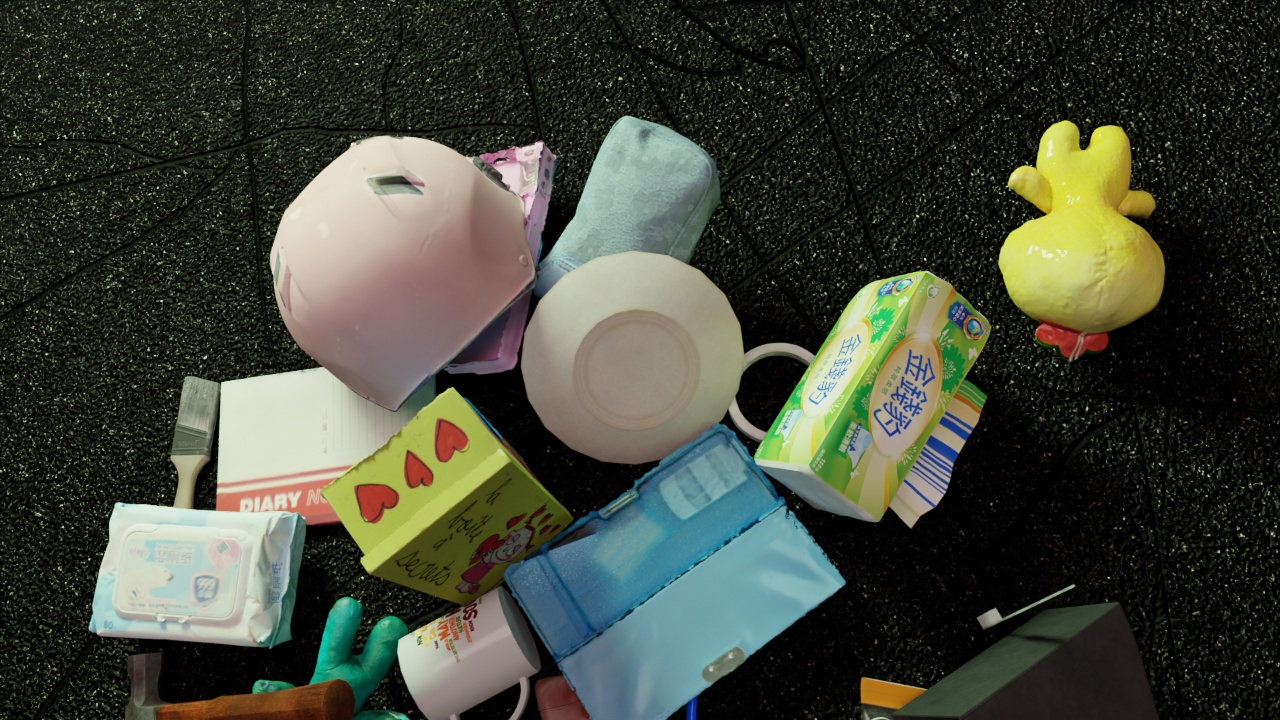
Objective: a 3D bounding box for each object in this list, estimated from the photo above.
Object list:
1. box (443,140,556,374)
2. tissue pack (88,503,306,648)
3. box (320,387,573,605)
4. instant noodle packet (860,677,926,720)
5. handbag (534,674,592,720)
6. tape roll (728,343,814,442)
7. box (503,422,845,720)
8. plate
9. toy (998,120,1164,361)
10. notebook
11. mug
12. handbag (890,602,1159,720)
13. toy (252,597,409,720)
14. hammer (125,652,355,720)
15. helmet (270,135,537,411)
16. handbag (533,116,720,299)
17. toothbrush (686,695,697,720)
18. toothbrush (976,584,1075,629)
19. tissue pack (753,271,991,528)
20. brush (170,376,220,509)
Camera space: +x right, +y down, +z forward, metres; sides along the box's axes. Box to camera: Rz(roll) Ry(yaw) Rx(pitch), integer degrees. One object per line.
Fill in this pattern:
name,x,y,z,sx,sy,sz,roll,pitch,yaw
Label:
box,-0.168,-0.094,0.864,0.160,0.035,0.230,-4,64,27
tissue pack,-0.380,0.182,0.784,0.182,0.070,0.112,2,80,7
box,-0.137,0.114,0.704,0.124,0.221,0.081,-39,72,-10
instant noodle packet,0.215,0.353,0.654,0.159,0.032,0.220,16,72,-18
handbag,-0.022,0.269,0.743,0.119,0.029,0.055,-17,65,-5
tape roll,0.122,0.030,0.810,0.093,0.013,0.093,-2,72,6
box,0.025,0.180,0.752,0.231,0.033,0.174,-32,68,-9
plate,-0.004,0.004,0.768,0.188,0.027,0.189,-2,108,-5
toy,0.380,-0.108,0.785,0.134,0.092,0.207,6,70,5
notebook,-0.288,0.077,0.844,0.209,0.012,0.153,-8,71,4
mug,-0.131,0.249,0.734,0.089,0.073,0.105,-27,70,-3
handbag,0.302,0.301,0.645,0.175,0.072,0.195,-20,80,-28
toy,-0.255,0.291,0.739,0.130,0.072,0.193,29,74,-20
hammer,-0.311,0.267,0.690,0.302,0.028,0.111,-20,70,36
helmet,-0.223,-0.095,0.790,0.230,0.152,0.255,-37,43,15
handbag,-0.006,-0.111,0.815,0.122,0.118,0.192,29,102,16
toothbrush,0.044,0.287,0.731,0.018,0.016,0.182,3,71,2
toothbrush,0.271,0.173,0.654,0.010,0.182,0.010,-24,67,-8
tissue pack,0.211,0.046,0.752,0.141,0.120,0.197,37,84,-13
brush,-0.420,0.087,0.856,0.039,0.012,0.151,-1,71,6
